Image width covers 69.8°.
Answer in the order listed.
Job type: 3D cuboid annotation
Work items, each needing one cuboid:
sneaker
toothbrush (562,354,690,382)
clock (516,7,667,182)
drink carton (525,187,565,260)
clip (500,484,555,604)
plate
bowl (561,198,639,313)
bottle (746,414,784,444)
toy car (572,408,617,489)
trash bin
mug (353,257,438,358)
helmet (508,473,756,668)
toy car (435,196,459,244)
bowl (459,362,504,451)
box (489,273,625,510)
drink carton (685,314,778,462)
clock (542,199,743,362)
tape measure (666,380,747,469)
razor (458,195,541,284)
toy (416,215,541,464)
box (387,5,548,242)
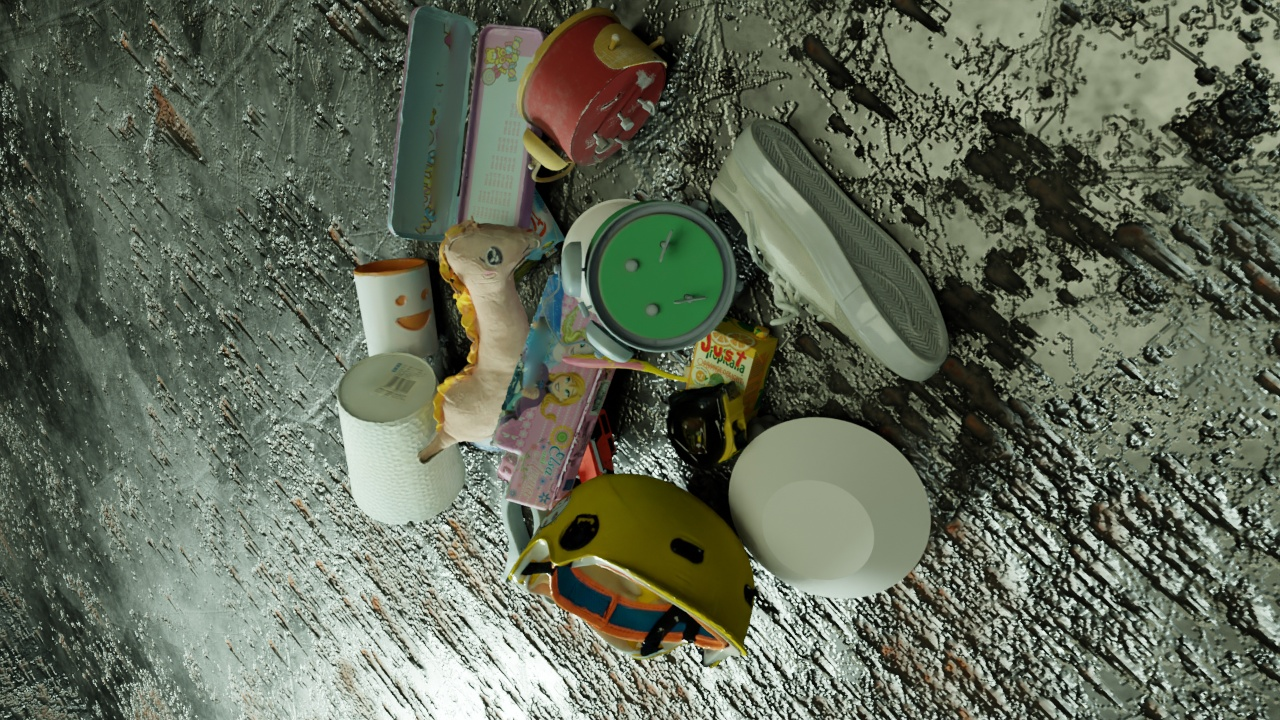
[{"bbox_3d":[0.139,-0.073,0.720,0.242,0.089,0.091,55,135,17],"label":"sneaker"},{"bbox_3d":[-0.005,0.005,0.851,0.135,0.021,0.016,9,104,-9],"label":"toothbrush"},{"bbox_3d":[-0.042,-0.213,0.788,0.081,0.116,0.159,45,124,13],"label":"clock"},{"bbox_3d":[-0.125,-0.160,0.919,0.044,0.038,0.129,-34,83,21],"label":"drink carton"},{"bbox_3d":[-0.137,0.201,1.068,0.091,0.027,0.162,6,108,38],"label":"clip"},{"bbox_3d":[0.154,0.136,0.779,0.174,0.036,0.174,8,112,21],"label":"plate"},{"bbox_3d":[-0.015,-0.088,0.816,0.110,0.040,0.110,-1,100,-6],"label":"bowl"},{"bbox_3d":[0.111,0.104,0.830,0.036,0.036,0.110,17,115,33],"label":"bottle"},{"bbox_3d":[-0.051,0.094,0.947,0.051,0.048,0.100,-10,99,39],"label":"toy car"},{"bbox_3d":[-0.272,0.083,1.031,0.133,0.133,0.162,32,142,26],"label":"trash bin"},{"bbox_3d":[-0.278,-0.058,1.050,0.082,0.082,0.105,8,111,36],"label":"mug"},{"bbox_3d":[0.013,0.179,0.848,0.209,0.139,0.241,40,147,-26],"label":"helmet"},{"bbox_3d":[-0.182,-0.152,0.978,0.108,0.027,0.060,10,113,17],"label":"toy car"},{"bbox_3d":[-0.181,0.056,1.038,0.114,0.045,0.114,14,114,34],"label":"bowl"},{"bbox_3d":[-0.089,0.027,0.882,0.085,0.090,0.230,28,103,37],"label":"box"},{"bbox_3d":[0.077,0.022,0.826,0.058,0.041,0.123,27,120,29],"label":"drink carton"},{"bbox_3d":[-0.003,-0.062,0.762,0.161,0.075,0.122,-26,104,-1],"label":"clock"},{"bbox_3d":[0.057,0.057,0.799,0.072,0.042,0.072,-9,102,37],"label":"tape measure"},{"bbox_3d":[-0.150,-0.131,0.946,0.043,0.026,0.106,-39,91,29],"label":"razor"},{"bbox_3d":[-0.167,-0.013,0.906,0.265,0.196,0.065,76,166,-44],"label":"toy"},{"bbox_3d":[-0.164,-0.216,0.873,0.062,0.140,0.214,-140,58,-73],"label":"box"}]
